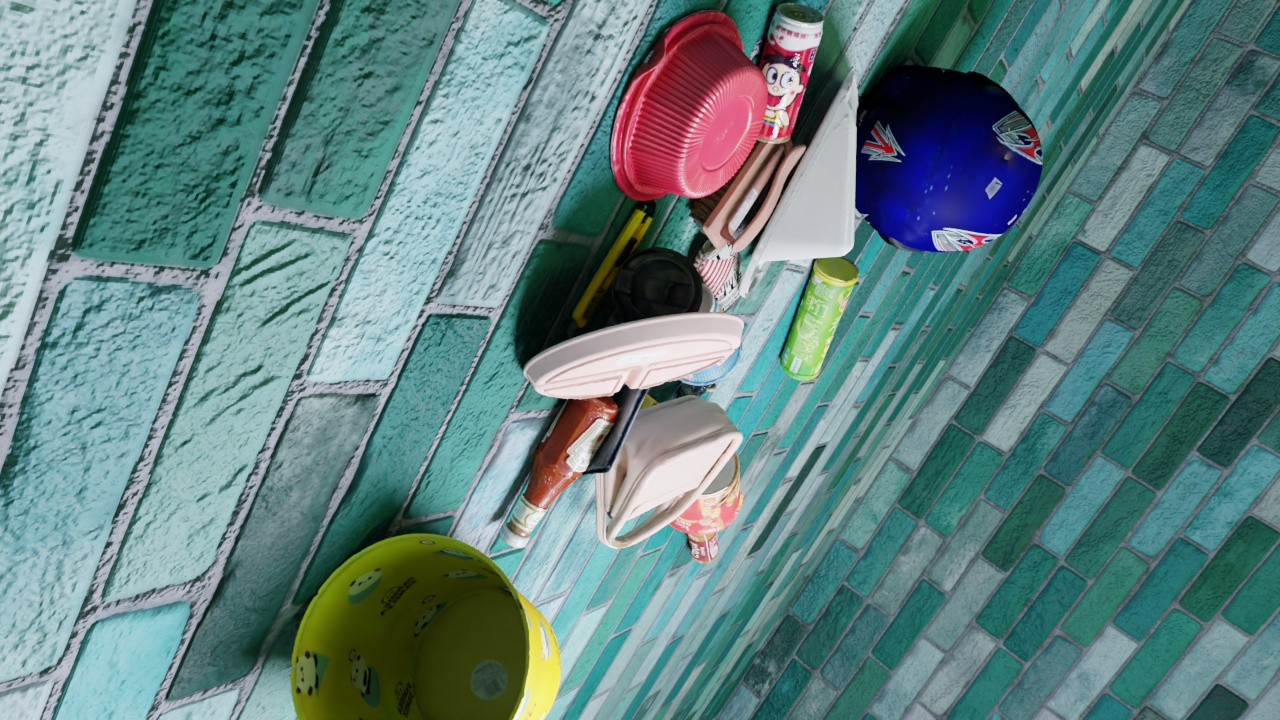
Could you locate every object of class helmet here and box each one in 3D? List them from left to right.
[{"bbox_3d":[0.429,-0.271,1.275,0.314,0.240,0.248,-17,138,-54],"label":"helmet"}]

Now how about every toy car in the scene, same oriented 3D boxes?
[{"bbox_3d":[0.077,0.034,1.289,0.090,0.034,0.043,-37,153,-29],"label":"toy car"}]

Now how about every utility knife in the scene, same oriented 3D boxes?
[{"bbox_3d":[-0.031,-0.092,0.950,0.172,0.015,0.033,-58,155,9],"label":"utility knife"}]

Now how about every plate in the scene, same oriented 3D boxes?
[{"bbox_3d":[-0.004,0.000,0.935,0.229,0.028,0.230,-12,167,-3],"label":"plate"}]

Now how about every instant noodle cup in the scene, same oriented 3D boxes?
[{"bbox_3d":[0.065,-0.038,1.112,0.099,0.099,0.110,-48,148,-13],"label":"instant noodle cup"},{"bbox_3d":[0.086,0.176,1.360,0.137,0.138,0.109,-43,157,-23],"label":"instant noodle cup"},{"bbox_3d":[0.058,-0.227,0.874,0.193,0.066,0.194,-39,152,-27],"label":"instant noodle cup"}]

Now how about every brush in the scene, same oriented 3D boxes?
[{"bbox_3d":[0.122,-0.193,1.024,0.145,0.073,0.063,-55,155,-1],"label":"brush"}]

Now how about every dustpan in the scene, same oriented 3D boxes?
[{"bbox_3d":[0.192,-0.206,1.126,0.222,0.143,0.258,-30,120,-73],"label":"dustpan"}]

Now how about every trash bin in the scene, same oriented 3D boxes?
[{"bbox_3d":[-0.198,0.318,0.959,0.229,0.229,0.255,-49,161,-11],"label":"trash bin"}]

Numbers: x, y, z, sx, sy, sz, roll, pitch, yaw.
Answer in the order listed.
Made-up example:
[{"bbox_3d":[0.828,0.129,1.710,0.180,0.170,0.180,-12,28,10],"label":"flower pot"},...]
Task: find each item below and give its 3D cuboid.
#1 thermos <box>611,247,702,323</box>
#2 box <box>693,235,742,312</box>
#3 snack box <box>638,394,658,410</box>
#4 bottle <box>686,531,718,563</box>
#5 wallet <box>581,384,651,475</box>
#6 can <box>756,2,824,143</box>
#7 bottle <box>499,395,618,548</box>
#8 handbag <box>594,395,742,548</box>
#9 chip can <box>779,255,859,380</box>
[{"bbox_3d":[0.019,-0.063,0.978,0.093,0.093,0.143,-52,173,-4],"label":"thermos"},{"bbox_3d":[0.099,-0.101,1.134,0.068,0.051,0.164,-37,157,-3],"label":"box"},{"bbox_3d":[0.016,0.106,1.246,0.087,0.034,0.140,-53,146,-2],"label":"snack box"},{"bbox_3d":[0.115,0.325,1.711,0.057,0.057,0.175,-45,154,-19],"label":"bottle"},{"bbox_3d":[-0.032,0.078,1.074,0.120,0.019,0.097,-66,-165,-18],"label":"wallet"},{"bbox_3d":[0.149,-0.298,0.957,0.053,0.053,0.133,-33,148,-39],"label":"can"},{"bbox_3d":[-0.099,0.126,1.061,0.206,0.060,0.059,-59,155,10],"label":"bottle"},{"bbox_3d":[0.018,0.166,1.214,0.192,0.093,0.235,-17,138,-41],"label":"handbag"},{"bbox_3d":[0.286,-0.064,1.489,0.072,0.072,0.222,-33,148,-39],"label":"chip can"}]
